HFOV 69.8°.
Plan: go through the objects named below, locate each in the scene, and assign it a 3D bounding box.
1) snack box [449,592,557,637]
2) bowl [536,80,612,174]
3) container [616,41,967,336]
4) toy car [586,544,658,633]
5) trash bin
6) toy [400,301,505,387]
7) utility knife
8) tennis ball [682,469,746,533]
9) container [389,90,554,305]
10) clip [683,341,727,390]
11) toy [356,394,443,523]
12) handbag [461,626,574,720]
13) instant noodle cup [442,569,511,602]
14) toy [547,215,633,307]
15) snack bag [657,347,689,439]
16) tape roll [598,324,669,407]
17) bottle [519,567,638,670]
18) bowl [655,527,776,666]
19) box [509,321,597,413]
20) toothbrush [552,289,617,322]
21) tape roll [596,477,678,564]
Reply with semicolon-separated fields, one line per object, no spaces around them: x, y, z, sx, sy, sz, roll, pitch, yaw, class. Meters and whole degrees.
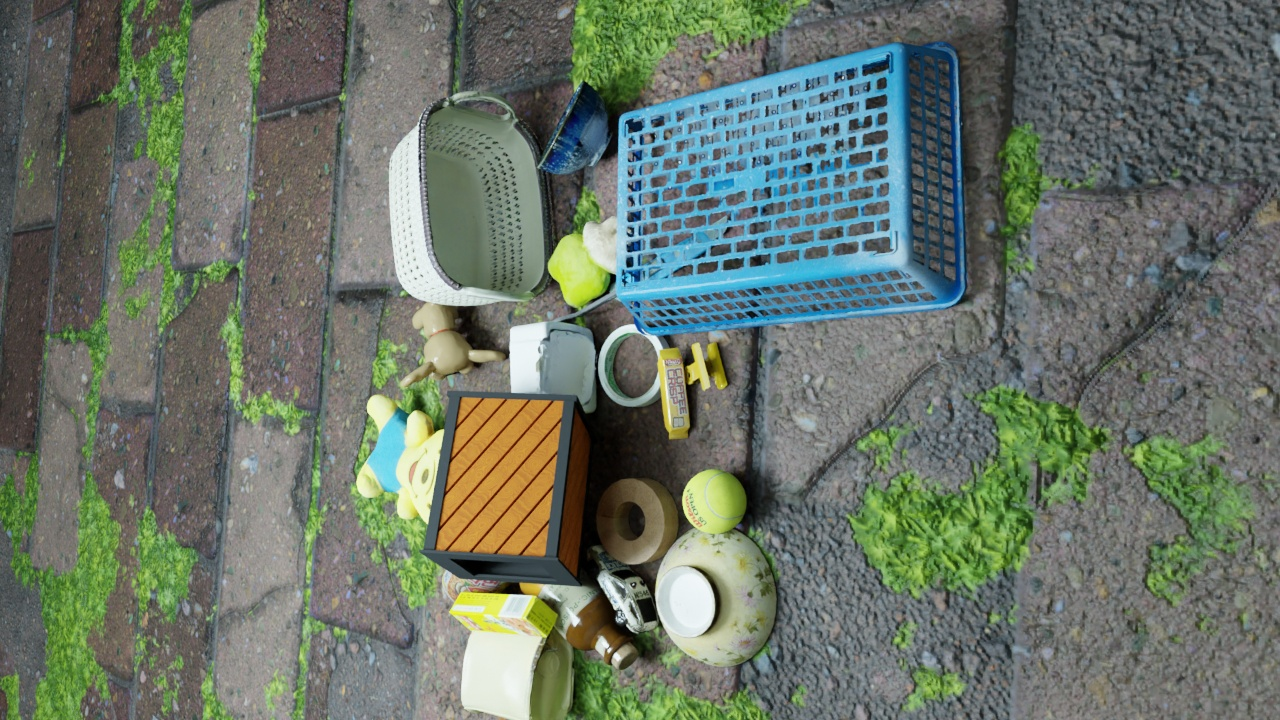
-0.157;0.286;1.036;0.148;0.040;0.028;-12;38;44;snack box
-0.069;-0.263;1.077;0.115;0.060;0.114;-58;14;23;bowl
0.124;-0.167;0.909;0.363;0.089;0.257;-5;81;34;container
-0.018;0.247;1.009;0.041;0.048;0.112;-48;61;23;toy car
-0.134;0.140;0.989;0.140;0.140;0.171;2;67;8;trash bin
-0.254;-0.025;1.183;0.106;0.134;0.108;110;141;-65;toy
0.030;-0.112;1.029;0.175;0.015;0.031;-30;72;29;utility knife
0.076;0.144;0.940;0.065;0.065;0.065;-4;83;36;tennis ball
-0.211;-0.181;1.114;0.144;0.184;0.251;-15;78;43;container
0.065;0.010;0.985;0.046;0.047;0.054;-16;77;8;clip
-0.274;0.137;1.186;0.214;0.083;0.149;14;94;34;toy
-0.140;0.362;1.073;0.119;0.081;0.111;-5;75;37;handbag
-0.186;0.243;1.109;0.100;0.100;0.113;52;122;27;instant noodle cup
-0.056;-0.121;1.074;0.118;0.043;0.092;-42;59;21;toy
0.037;0.036;0.997;0.020;0.026;0.099;169;95;-70;snack bag
-0.006;0.006;1.042;0.094;0.018;0.093;-4;84;35;tape roll
-0.064;0.282;1.028;0.157;0.067;0.068;38;108;32;bottle
0.063;0.244;0.942;0.145;0.063;0.145;-3;84;35;bowl
-0.086;0.008;1.048;0.095;0.102;0.107;-11;79;33;box
-0.065;-0.058;1.062;0.168;0.012;0.013;-23;78;54;toothbrush
-0.004;0.178;1.018;0.094;0.027;0.094;-4;83;36;tape roll
